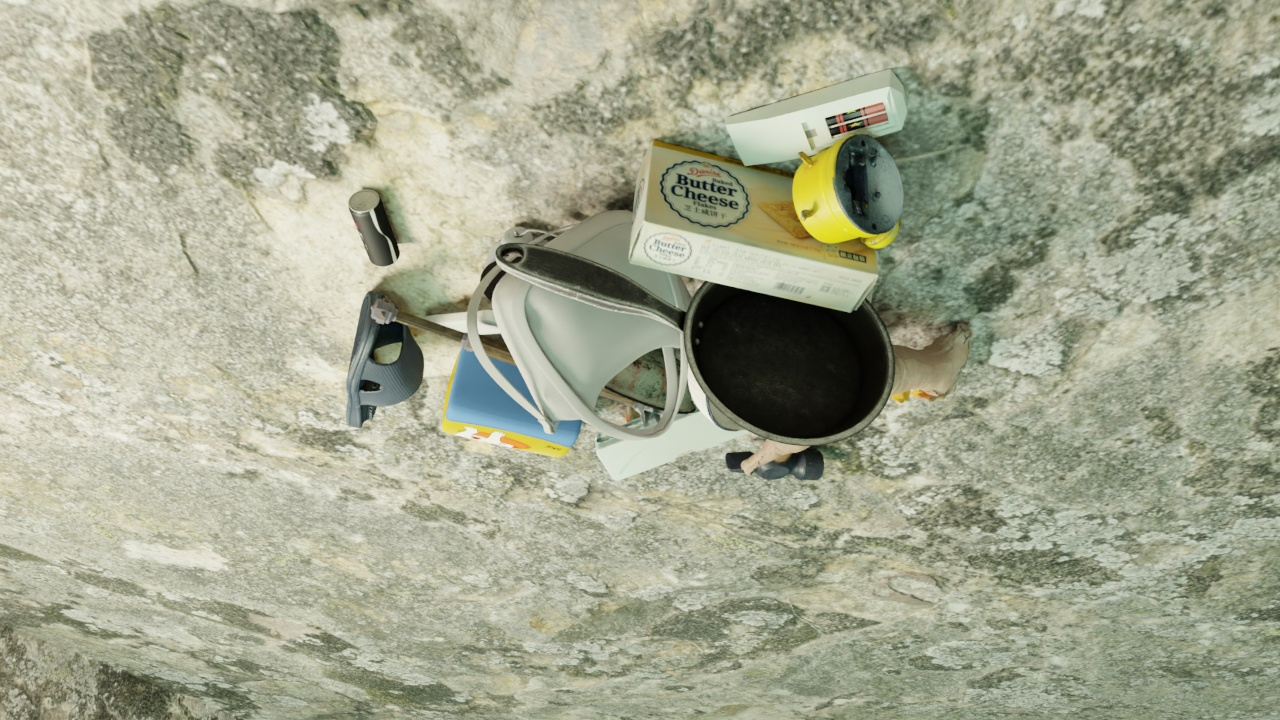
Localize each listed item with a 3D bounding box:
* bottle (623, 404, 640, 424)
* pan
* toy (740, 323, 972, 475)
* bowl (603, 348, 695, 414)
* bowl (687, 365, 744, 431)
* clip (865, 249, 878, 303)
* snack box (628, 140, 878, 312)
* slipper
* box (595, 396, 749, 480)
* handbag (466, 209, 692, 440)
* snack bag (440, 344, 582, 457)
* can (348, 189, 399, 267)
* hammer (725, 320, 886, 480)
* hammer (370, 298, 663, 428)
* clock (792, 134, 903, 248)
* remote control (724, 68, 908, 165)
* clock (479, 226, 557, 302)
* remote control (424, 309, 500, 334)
[{"bbox_3d":[-0.005,0.089,1.175,0.044,0.044,0.109,10,145,-6],"label":"bottle"},{"bbox_3d":[0.047,-0.033,0.793,0.357,0.186,0.055,15,150,-2],"label":"pan"},{"bbox_3d":[0.231,0.037,0.940,0.263,0.065,0.196,3,126,-43],"label":"toy"},{"bbox_3d":[-0.006,0.006,0.992,0.157,0.157,0.038,19,102,-19],"label":"bowl"},{"bbox_3d":[0.087,0.003,0.890,0.062,0.118,0.118,29,167,44],"label":"bowl"},{"bbox_3d":[0.157,-0.048,0.904,0.152,0.096,0.126,-6,135,-2],"label":"clip"},{"bbox_3d":[0.098,-0.117,0.802,0.208,0.104,0.058,12,143,-8],"label":"snack box"},{"bbox_3d":[-0.293,0.006,1.060,0.082,0.101,0.264,8,153,-17],"label":"slipper"},{"bbox_3d":[0.044,0.082,1.104,0.199,0.066,0.083,-22,156,10],"label":"box"},{"bbox_3d":[-0.039,-0.012,0.875,0.096,0.215,0.223,22,144,59],"label":"handbag"},{"bbox_3d":[-0.161,0.064,1.122,0.159,0.102,0.206,14,157,-12],"label":"snack bag"},{"bbox_3d":[-0.261,-0.129,0.902,0.031,0.031,0.081,3,146,4],"label":"can"},{"bbox_3d":[0.206,0.053,1.085,0.129,0.040,0.323,4,144,-15],"label":"hammer"},{"bbox_3d":[-0.129,-0.005,0.974,0.316,0.147,0.028,20,102,-18],"label":"hammer"},{"bbox_3d":[0.179,-0.136,0.753,0.118,0.083,0.057,5,169,-35],"label":"clock"},{"bbox_3d":[0.145,-0.193,0.751,0.144,0.024,0.049,-11,142,23],"label":"remote control"},{"bbox_3d":[-0.110,-0.093,0.930,0.094,0.035,0.123,16,144,-14],"label":"clock"},{"bbox_3d":[-0.187,-0.040,1.007,0.137,0.013,0.043,-2,161,38],"label":"remote control"}]
